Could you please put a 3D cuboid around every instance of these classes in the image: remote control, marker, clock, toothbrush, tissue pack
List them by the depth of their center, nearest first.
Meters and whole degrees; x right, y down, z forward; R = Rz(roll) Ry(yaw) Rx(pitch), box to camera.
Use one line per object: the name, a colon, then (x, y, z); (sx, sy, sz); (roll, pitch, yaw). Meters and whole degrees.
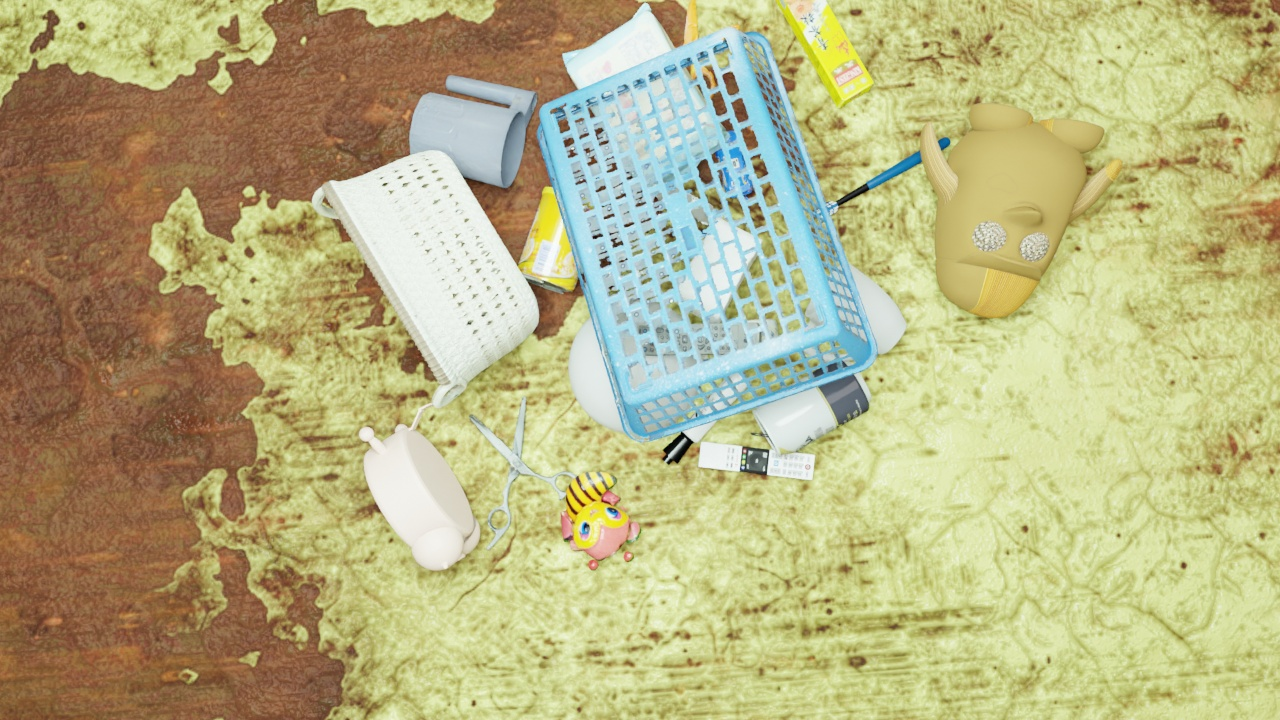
remote control: (0.059, -0.022, 0.936); (0.137, 0.013, 0.033); (0, 87, 28)
clock: (-0.219, 0.133, 0.955); (0.086, 0.131, 0.160); (-25, 87, 1)
tissue pack: (0.006, -0.281, 0.988); (0.112, 0.070, 0.182); (-32, 86, 14)
marker: (0.069, 0.064, 0.998); (0.025, 0.025, 0.126); (42, 90, 4)
remote control: (0.126, 0.109, 1.000); (0.124, 0.012, 0.028); (6, 88, 3)
toothbrush: (0.266, -0.200, 1.006); (0.168, 0.014, 0.014); (-29, 98, 1)

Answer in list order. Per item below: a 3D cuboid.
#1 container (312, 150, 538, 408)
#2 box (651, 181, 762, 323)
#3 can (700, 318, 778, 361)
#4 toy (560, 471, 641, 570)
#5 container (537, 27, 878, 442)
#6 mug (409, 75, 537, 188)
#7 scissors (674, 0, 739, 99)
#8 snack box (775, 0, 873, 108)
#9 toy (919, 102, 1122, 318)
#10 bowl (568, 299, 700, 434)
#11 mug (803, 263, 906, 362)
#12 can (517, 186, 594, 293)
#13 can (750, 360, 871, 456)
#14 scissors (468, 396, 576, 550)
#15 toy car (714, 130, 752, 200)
container: (-0.212, -0.091, 0.946); (0.142, 0.185, 0.246); (-32, 88, -10)
box: (0.053, -0.123, 0.965); (0.137, 0.108, 0.126); (28, 89, 2)
can: (0.104, -0.016, 0.969); (0.086, 0.086, 0.043); (-8, 86, 2)
toy: (-0.047, 0.171, 0.990); (0.084, 0.046, 0.103); (-15, 83, 8)
container: (0.046, -0.129, 0.872); (0.257, 0.089, 0.362); (-20, 78, 12)
mug: (-0.181, -0.257, 1.003); (0.104, 0.084, 0.123); (14, 64, 5)
scissors: (0.049, -0.343, 1.023); (0.127, 0.011, 0.125); (2, 89, 2)
snack box: (0.200, -0.352, 1.007); (0.040, 0.029, 0.148); (-29, 87, 1)
toy: (0.369, -0.145, 0.935); (0.199, 0.162, 0.203); (14, 99, 6)
bowl: (-0.006, 0.006, 0.994); (0.149, 0.043, 0.149); (0, 88, 3)
mug: (0.223, -0.037, 0.981); (0.089, 0.071, 0.107); (36, 117, -5)
can: (-0.088, -0.130, 0.992); (0.067, 0.067, 0.105); (19, 89, 3)
can: (0.176, 0.053, 0.974); (0.127, 0.064, 0.064); (-30, 87, 1)
scissors: (-0.142, 0.127, 1.011); (0.141, 0.014, 0.173); (24, 90, 1)
toy car: (0.103, -0.209, 0.989); (0.033, 0.062, 0.092); (-15, 87, 2)
